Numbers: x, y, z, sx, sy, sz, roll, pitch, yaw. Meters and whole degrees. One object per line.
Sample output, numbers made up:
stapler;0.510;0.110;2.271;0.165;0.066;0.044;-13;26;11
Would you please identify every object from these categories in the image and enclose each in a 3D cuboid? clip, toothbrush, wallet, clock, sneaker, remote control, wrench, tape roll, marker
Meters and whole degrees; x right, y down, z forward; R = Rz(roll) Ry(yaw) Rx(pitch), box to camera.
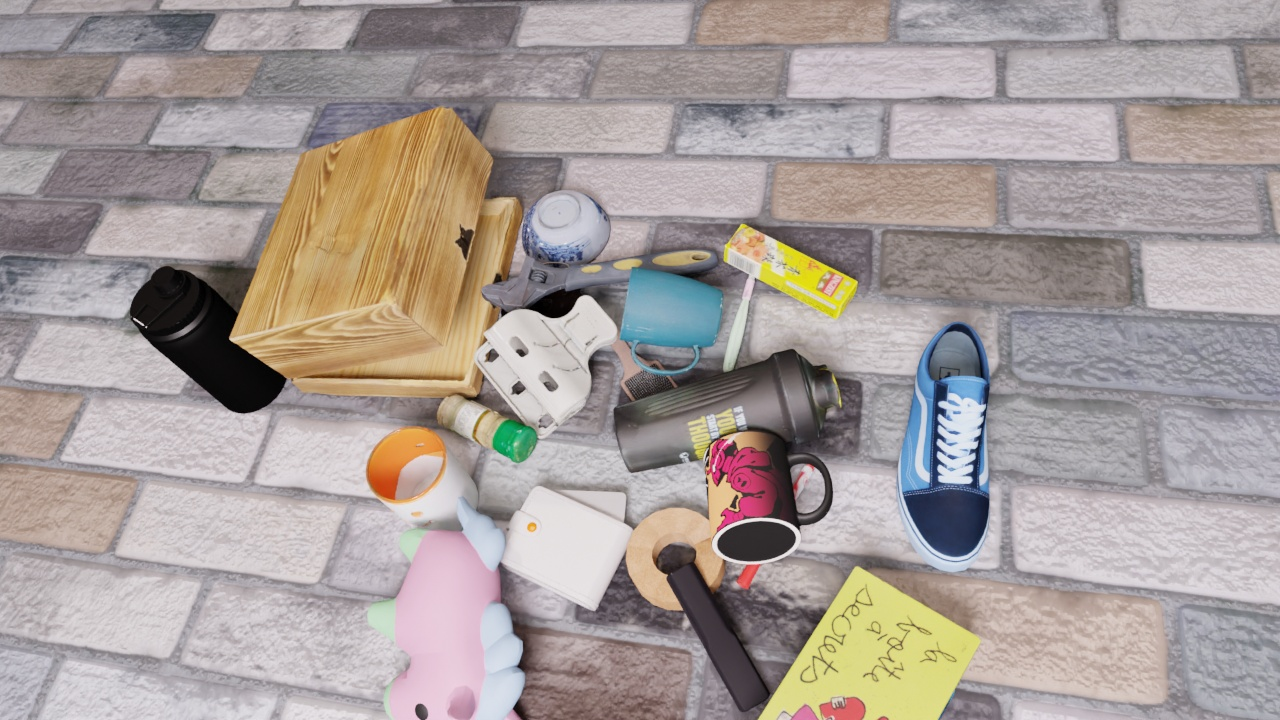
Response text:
clip;-0.094;-0.006;0.975;0.152;0.101;0.126;-41;85;9
toothbrush;0.113;-0.053;1.022;0.022;0.015;0.154;23;63;-12
wallet;-0.070;0.171;0.914;0.118;0.037;0.115;21;66;18
clock;-0.109;-0.064;1.063;0.094;0.035;0.122;0;59;12
sneaker;0.289;0.070;0.864;0.083;0.098;0.240;4;61;14
remote control;0.069;0.249;0.830;0.032;0.015;0.136;-29;75;-6
wrench;-0.044;-0.098;1.043;0.273;0.022;0.073;-8;55;-9
tape roll;0.034;0.191;0.886;0.094;0.027;0.093;-5;59;8
marker;0.134;0.159;0.894;0.013;0.013;0.142;25;67;23

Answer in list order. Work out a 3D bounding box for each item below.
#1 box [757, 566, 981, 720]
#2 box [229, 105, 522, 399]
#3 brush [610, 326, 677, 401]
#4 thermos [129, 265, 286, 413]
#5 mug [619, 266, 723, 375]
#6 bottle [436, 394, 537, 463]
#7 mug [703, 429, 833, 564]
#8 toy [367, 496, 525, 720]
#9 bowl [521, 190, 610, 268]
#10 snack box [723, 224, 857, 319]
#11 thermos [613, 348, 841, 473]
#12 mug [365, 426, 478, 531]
box;0.176;0.298;0.765;0.124;0.079;0.220;32;71;26
box;-0.300;-0.107;1.071;0.252;0.192;0.278;-8;58;24
brush;-0.006;0.006;1.011;0.050;0.015;0.135;-31;59;-9
thermos;-0.481;-0.025;1.018;0.086;0.199;0.086;-5;59;8
mug;0.032;-0.039;0.994;0.104;0.084;0.112;9;79;-1
bottle;-0.167;0.072;0.989;0.111;0.043;0.043;22;66;23
mug;0.121;0.125;0.864;0.118;0.082;0.098;-12;48;11
toy;-0.166;0.242;0.848;0.171;0.120;0.221;10;72;31
bowl;-0.096;-0.168;1.115;0.114;0.045;0.114;-5;59;8
snack box;0.165;-0.100;1.019;0.148;0.029;0.040;30;66;17
thermos;0.087;0.053;0.924;0.221;0.098;0.098;-16;58;8
mug;-0.219;0.125;0.931;0.082;0.105;0.082;-5;59;8
